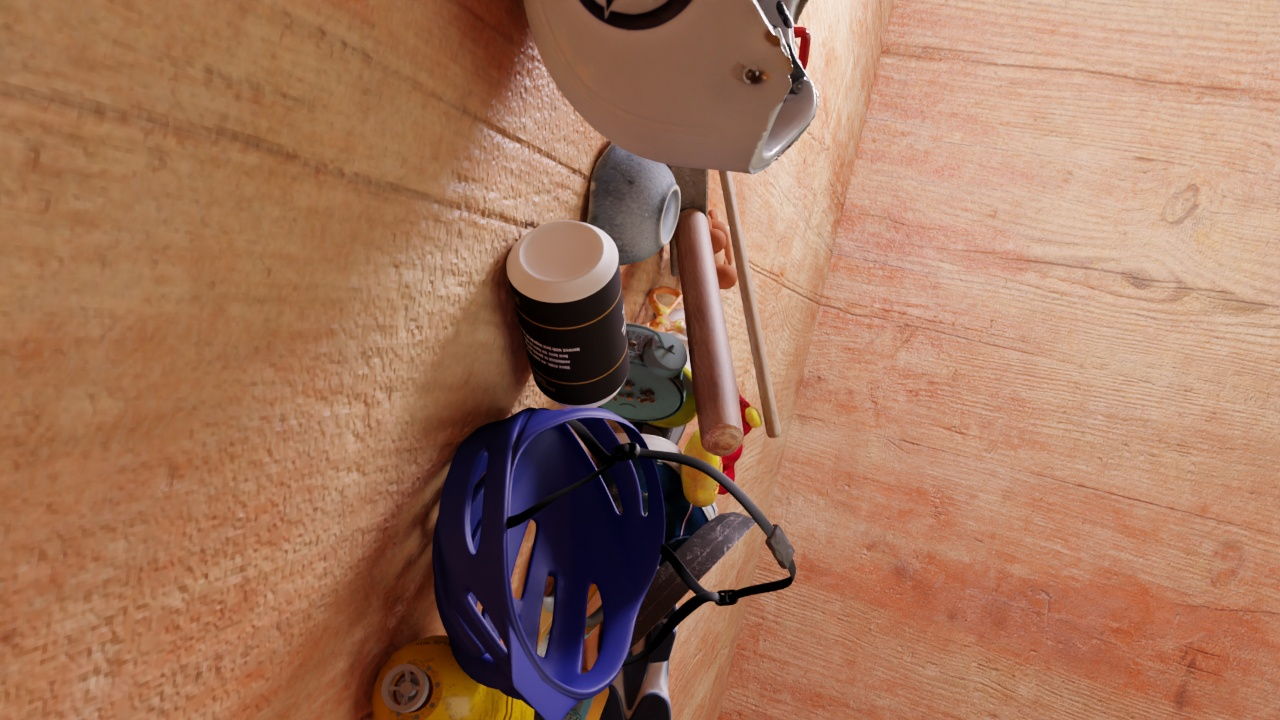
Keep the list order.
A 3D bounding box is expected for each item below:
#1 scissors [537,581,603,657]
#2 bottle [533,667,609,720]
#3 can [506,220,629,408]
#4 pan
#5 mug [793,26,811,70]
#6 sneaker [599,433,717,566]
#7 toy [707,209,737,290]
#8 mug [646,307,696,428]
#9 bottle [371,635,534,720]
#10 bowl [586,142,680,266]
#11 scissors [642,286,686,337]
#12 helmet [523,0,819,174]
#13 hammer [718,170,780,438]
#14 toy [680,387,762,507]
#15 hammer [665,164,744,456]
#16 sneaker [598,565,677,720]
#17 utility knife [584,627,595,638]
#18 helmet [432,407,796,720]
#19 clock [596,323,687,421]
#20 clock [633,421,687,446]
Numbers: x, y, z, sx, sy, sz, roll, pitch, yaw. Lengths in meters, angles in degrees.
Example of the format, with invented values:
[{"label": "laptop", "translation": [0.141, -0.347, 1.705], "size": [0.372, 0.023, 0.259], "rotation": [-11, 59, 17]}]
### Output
[{"label": "scissors", "translation": [-0.085, 0.235, 0.786], "size": [0.224, 0.016, 0.166], "rotation": [-53, 132, -25]}, {"label": "bottle", "translation": [-0.087, 0.361, 0.838], "size": [0.068, 0.068, 0.156], "rotation": [84, 25, -52]}, {"label": "can", "translation": [-0.046, -0.029, 0.621], "size": [0.129, 0.072, 0.071], "rotation": [84, 25, -52]}, {"label": "pan", "translation": [0.001, 0.261, 0.932], "size": [0.207, 0.040, 0.358], "rotation": [-34, 165, -43]}, {"label": "mug", "translation": [0.094, -0.265, 0.824], "size": [0.080, 0.116, 0.097], "rotation": [-101, -172, -47]}, {"label": "sneaker", "translation": [0.009, 0.184, 0.959], "size": [0.295, 0.121, 0.127], "rotation": [66, 28, -62]}, {"label": "toy", "translation": [0.083, -0.124, 1.012], "size": [0.127, 0.065, 0.095], "rotation": [-52, 133, -60]}, {"label": "mug", "translation": [0.037, 0.006, 0.931], "size": [0.105, 0.082, 0.083], "rotation": [-57, 156, -52]}, {"label": "bottle", "translation": [-0.121, 0.216, 0.583], "size": [0.164, 0.071, 0.071], "rotation": [72, 35, -63]}, {"label": "bowl", "translation": [-0.001, -0.121, 0.732], "size": [0.110, 0.055, 0.110], "rotation": [16, 89, -75]}, {"label": "scissors", "translation": [0.029, -0.028, 0.886], "size": [0.132, 0.084, 0.012], "rotation": [-52, 172, -52]}, {"label": "helmet", "translation": [0.020, -0.239, 0.497], "size": [0.236, 0.164, 0.264], "rotation": [-45, 140, -69]}, {"label": "hammer", "translation": [0.100, -0.085, 0.911], "size": [0.119, 0.031, 0.331], "rotation": [-45, 126, -81]}, {"label": "toy", "translation": [0.077, 0.088, 0.901], "size": [0.137, 0.067, 0.106], "rotation": [-61, 154, -46]}, {"label": "hammer", "translation": [0.054, -0.044, 0.810], "size": [0.158, 0.037, 0.300], "rotation": [85, 0, -50]}, {"label": "sneaker", "translation": [0.001, 0.374, 1.131], "size": [0.132, 0.103, 0.269], "rotation": [-41, 140, -75]}, {"label": "utility knife", "translation": [-0.076, 0.276, 0.906], "size": [0.022, 0.015, 0.158], "rotation": [-51, 163, 4]}, {"label": "helmet", "translation": [-0.017, 0.098, 0.551], "size": [0.148, 0.228, 0.240], "rotation": [57, 26, -28]}, {"label": "clock", "translation": [-0.004, 0.004, 0.777], "size": [0.124, 0.090, 0.053], "rotation": [90, 8, -54]}, {"label": "clock", "translation": [0.024, 0.062, 1.002], "size": [0.122, 0.044, 0.091], "rotation": [-47, 154, -56]}]
